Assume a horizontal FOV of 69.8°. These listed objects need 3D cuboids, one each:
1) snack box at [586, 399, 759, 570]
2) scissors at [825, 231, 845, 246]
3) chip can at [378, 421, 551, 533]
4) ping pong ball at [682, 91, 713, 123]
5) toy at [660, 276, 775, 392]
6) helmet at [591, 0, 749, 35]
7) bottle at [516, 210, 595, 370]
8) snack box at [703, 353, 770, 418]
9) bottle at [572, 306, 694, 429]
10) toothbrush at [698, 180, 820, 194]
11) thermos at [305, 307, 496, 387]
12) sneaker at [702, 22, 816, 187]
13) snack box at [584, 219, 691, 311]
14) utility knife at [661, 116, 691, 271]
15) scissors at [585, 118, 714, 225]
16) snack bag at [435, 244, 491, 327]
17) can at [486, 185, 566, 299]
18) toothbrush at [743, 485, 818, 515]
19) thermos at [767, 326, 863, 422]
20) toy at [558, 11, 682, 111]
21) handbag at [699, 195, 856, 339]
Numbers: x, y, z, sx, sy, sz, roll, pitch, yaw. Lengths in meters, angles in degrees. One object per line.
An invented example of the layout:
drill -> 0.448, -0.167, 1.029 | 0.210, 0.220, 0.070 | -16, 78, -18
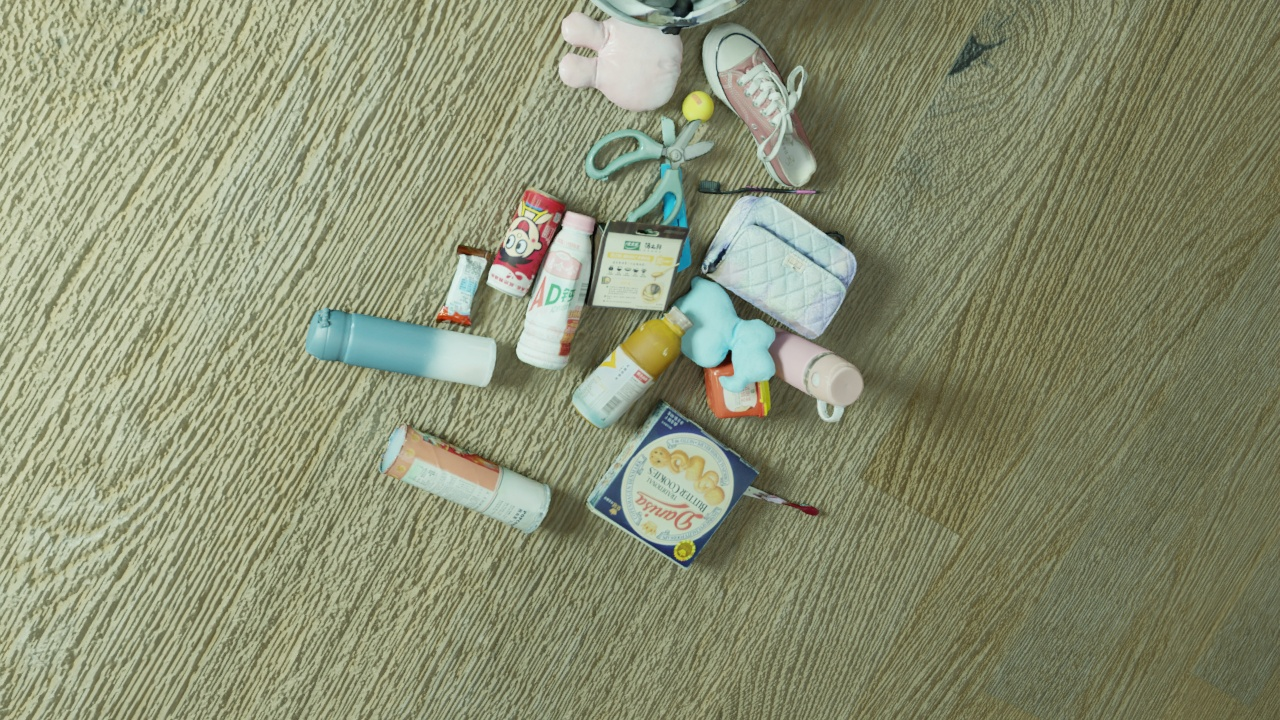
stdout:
snack box -> 0.047, 0.178, 1.302 | 0.178, 0.046, 0.182 | 36, 90, -21
scissors -> 0.223, -0.123, 1.308 | 0.150, 0.014, 0.170 | 37, 90, -24
chip can -> -0.224, 0.153, 1.181 | 0.214, 0.071, 0.071 | 28, 93, -25
ping pong ball -> 0.074, -0.325, 1.178 | 0.040, 0.040, 0.040 | -6, 107, -20
toy -> 0.104, -0.036, 1.240 | 0.156, 0.050, 0.161 | 2, 77, 3
helmet -> 0.021, -0.488, 1.053 | 0.258, 0.146, 0.229 | -20, 103, -10
bottle -> -0.103, -0.089, 1.161 | 0.068, 0.068, 0.197 | 11, 101, -24
snack box -> 0.134, 0.035, 1.283 | 0.080, 0.082, 0.091 | -10, 107, -8
bottle -> -0.007, 0.007, 1.212 | 0.189, 0.068, 0.068 | -46, 116, 6
toothbrush -> 0.165, -0.235, 1.254 | 0.189, 0.014, 0.018 | -3, 93, -21
thermos -> -0.289, -0.015, 1.114 | 0.220, 0.070, 0.070 | 10, 101, -23
sneaker -> 0.168, -0.327, 1.188 | 0.118, 0.088, 0.241 | -38, 116, -7
snack box -> -0.008, -0.127, 1.180 | 0.113, 0.053, 0.126 | 3, 119, -22
utility knife -> 0.043, -0.217, 1.210 | 0.034, 0.018, 0.205 | -11, 107, -17
scissors -> 0.022, -0.231, 1.183 | 0.175, 0.019, 0.176 | -15, 111, -6
snack bag -> -0.219, -0.091, 1.138 | 0.048, 0.026, 0.104 | 11, 100, -30
can -> -0.142, -0.146, 1.138 | 0.053, 0.053, 0.133 | 23, 96, -25
toothbrush -> 0.193, 0.205, 1.389 | 0.187, 0.017, 0.016 | 20, 99, -22
thermos -> 0.224, 0.018, 1.246 | 0.067, 0.198, 0.087 | 1, 106, -23
toy -> -0.023, -0.371, 1.119 | 0.159, 0.054, 0.121 | 4, 95, -23
handbag -> 0.192, -0.130, 1.251 | 0.194, 0.075, 0.134 | 29, 93, -19
